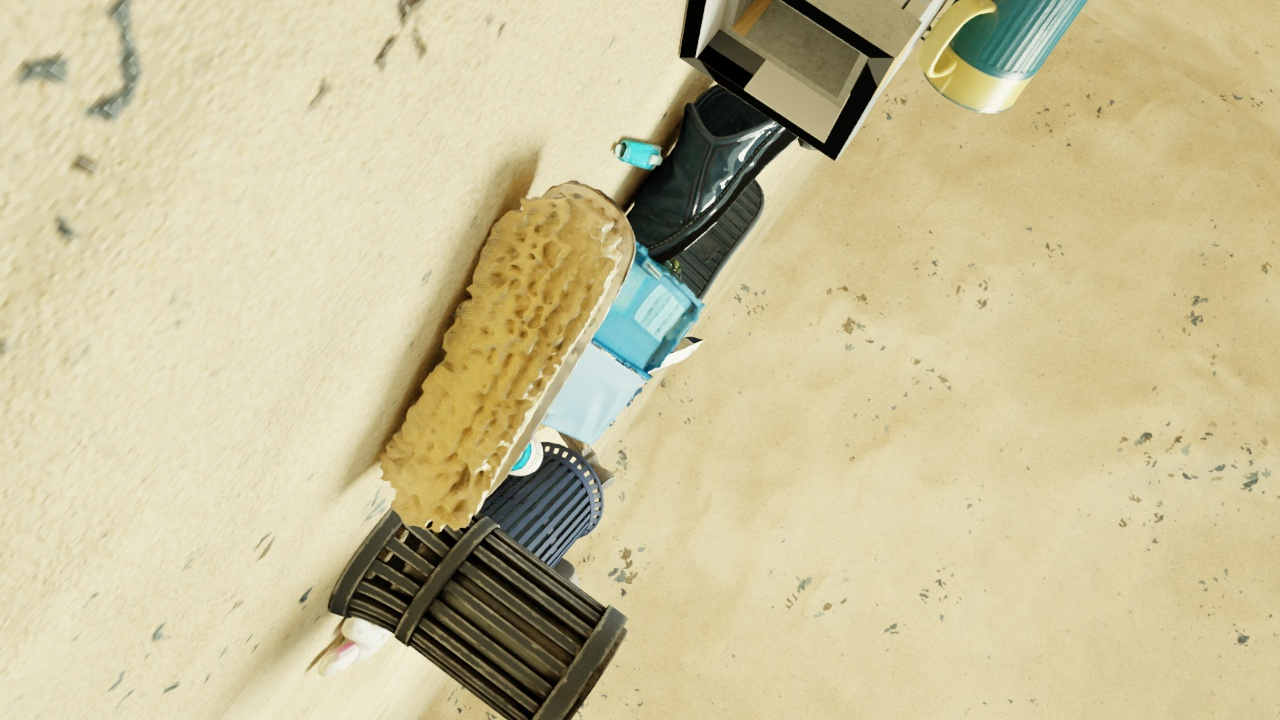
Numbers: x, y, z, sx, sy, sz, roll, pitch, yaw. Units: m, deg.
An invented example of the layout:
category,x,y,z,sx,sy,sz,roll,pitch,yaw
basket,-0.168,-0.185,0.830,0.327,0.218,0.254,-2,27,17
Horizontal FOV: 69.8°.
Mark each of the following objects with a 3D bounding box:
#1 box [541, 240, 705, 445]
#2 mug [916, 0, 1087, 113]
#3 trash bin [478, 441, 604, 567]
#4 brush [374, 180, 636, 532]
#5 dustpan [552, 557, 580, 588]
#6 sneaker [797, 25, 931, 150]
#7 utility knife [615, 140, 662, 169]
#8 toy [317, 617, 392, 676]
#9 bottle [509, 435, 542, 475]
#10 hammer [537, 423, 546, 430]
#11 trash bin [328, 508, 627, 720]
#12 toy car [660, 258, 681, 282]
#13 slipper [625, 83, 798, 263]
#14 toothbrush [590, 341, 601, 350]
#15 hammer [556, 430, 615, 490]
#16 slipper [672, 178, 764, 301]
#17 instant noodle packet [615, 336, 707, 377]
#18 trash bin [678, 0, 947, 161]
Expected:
category,x,y,z,sx,sy,sz,roll,pitch,yaw
box,-0.041,-0.019,0.762,0.174,0.033,0.231,-54,152,-1
mug,0.259,-0.246,0.675,0.113,0.083,0.107,-20,158,-26
trash bin,-0.155,0.208,1.070,0.140,0.139,0.248,-58,172,28
brush,-0.094,0.004,0.614,0.272,0.083,0.056,-57,175,26
dustpan,-0.144,0.289,1.095,0.162,0.033,0.258,-20,-164,-30
sneaker,0.226,-0.317,0.884,0.238,0.143,0.101,97,-14,-46
utility knife,-0.001,-0.168,0.740,0.116,0.015,0.022,-27,139,-74
toy,-0.282,0.284,0.949,0.076,0.037,0.125,-51,171,2
bottle,-0.137,0.099,0.997,0.051,0.051,0.146,-54,175,-7
hammer,-0.095,0.010,0.895,0.157,0.037,0.301,-52,174,-23
trash bin,-0.139,0.230,0.841,0.164,0.227,0.164,-54,175,-8
toy car,0.006,-0.099,0.904,0.027,0.090,0.038,1,-128,50
slipper,0.062,-0.199,0.815,0.266,0.083,0.109,-43,-143,6
toothbrush,-0.044,0.002,1.043,0.166,0.016,0.016,-105,-152,-61
hammer,-0.075,0.050,1.080,0.030,0.119,0.332,-33,158,-16
slipper,0.034,-0.103,0.981,0.263,0.101,0.083,-47,-176,-23
instant noodle packet,-0.006,0.006,0.938,0.135,0.026,0.086,-19,-178,37
trash bin,0.161,-0.300,0.640,0.246,0.142,0.142,-54,175,-12
